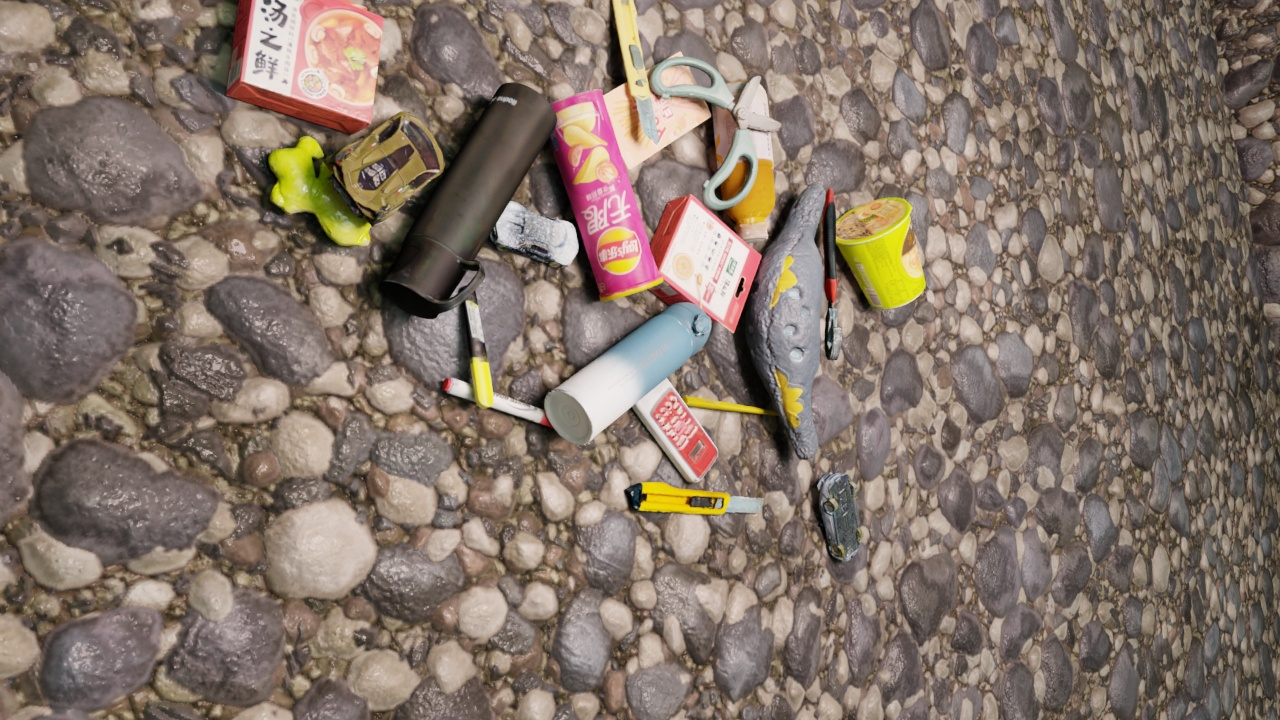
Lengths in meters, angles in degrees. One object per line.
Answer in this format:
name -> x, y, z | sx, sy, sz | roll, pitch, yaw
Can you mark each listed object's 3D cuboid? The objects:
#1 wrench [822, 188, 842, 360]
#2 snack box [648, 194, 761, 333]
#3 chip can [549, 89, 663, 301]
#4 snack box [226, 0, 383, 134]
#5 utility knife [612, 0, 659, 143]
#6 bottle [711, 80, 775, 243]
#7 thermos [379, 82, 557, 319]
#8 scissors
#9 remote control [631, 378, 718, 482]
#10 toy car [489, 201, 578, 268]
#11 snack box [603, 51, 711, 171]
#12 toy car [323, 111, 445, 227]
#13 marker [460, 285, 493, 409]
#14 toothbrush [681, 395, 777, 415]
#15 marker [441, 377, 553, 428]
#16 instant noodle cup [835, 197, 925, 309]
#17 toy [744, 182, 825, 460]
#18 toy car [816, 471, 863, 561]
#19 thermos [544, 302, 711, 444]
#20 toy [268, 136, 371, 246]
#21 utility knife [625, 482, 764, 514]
wrench -> 0.242, -0.112, 1.169 | 0.016, 0.056, 0.272 | 6, 55, 1
snack box -> 0.070, -0.109, 1.067 | 0.127, 0.044, 0.113 | 36, 64, -29
chip can -> -0.040, -0.172, 0.968 | 0.071, 0.072, 0.210 | -24, 101, -38
snack box -> -0.288, -0.277, 0.797 | 0.113, 0.044, 0.127 | 10, 79, -38
utility knife -> -0.006, -0.331, 1.022 | 0.031, 0.021, 0.204 | -3, 77, -25
bottle -> 0.127, -0.238, 1.110 | 0.067, 0.068, 0.189 | -4, 88, -39
thermos -> -0.151, -0.150, 0.870 | 0.068, 0.090, 0.242 | 69, 41, -59
scissors -> 0.081, -0.261, 1.050 | 0.171, 0.019, 0.170 | 14, 83, -20
remote control -> 0.039, 0.076, 1.041 | 0.055, 0.020, 0.136 | -48, 115, -30
toy car -> -0.105, -0.128, 0.938 | 0.105, 0.031, 0.049 | 15, 77, -38
snack box -> 0.011, -0.284, 1.048 | 0.156, 0.026, 0.084 | -41, 110, -34
toy car -> -0.222, -0.177, 0.819 | 0.070, 0.042, 0.157 | 55, 32, -21
marker -> -0.159, -0.014, 0.884 | 0.018, 0.015, 0.124 | 1, 72, -43
toothbrush -> 0.124, 0.055, 1.114 | 0.189, 0.016, 0.016 | 8, 76, -38
marker -> -0.130, 0.045, 0.910 | 0.145, 0.017, 0.017 | 23, 72, -35
instant noodle cup -> 0.331, -0.140, 1.246 | 0.111, 0.112, 0.123 | -48, 122, -31
toy -> 0.185, -0.062, 1.124 | 0.137, 0.092, 0.356 | 18, 73, -49
toy car -> 0.259, 0.204, 1.195 | 0.054, 0.037, 0.121 | -31, 115, -37
thermos -> -0.006, 0.006, 0.970 | 0.219, 0.070, 0.070 | -38, 109, -39
toy -> -0.273, -0.148, 0.806 | 0.100, 0.031, 0.096 | -3, 85, -38
utility knife -> 0.070, 0.161, 1.060 | 0.215, 0.015, 0.033 | 10, 82, -38
